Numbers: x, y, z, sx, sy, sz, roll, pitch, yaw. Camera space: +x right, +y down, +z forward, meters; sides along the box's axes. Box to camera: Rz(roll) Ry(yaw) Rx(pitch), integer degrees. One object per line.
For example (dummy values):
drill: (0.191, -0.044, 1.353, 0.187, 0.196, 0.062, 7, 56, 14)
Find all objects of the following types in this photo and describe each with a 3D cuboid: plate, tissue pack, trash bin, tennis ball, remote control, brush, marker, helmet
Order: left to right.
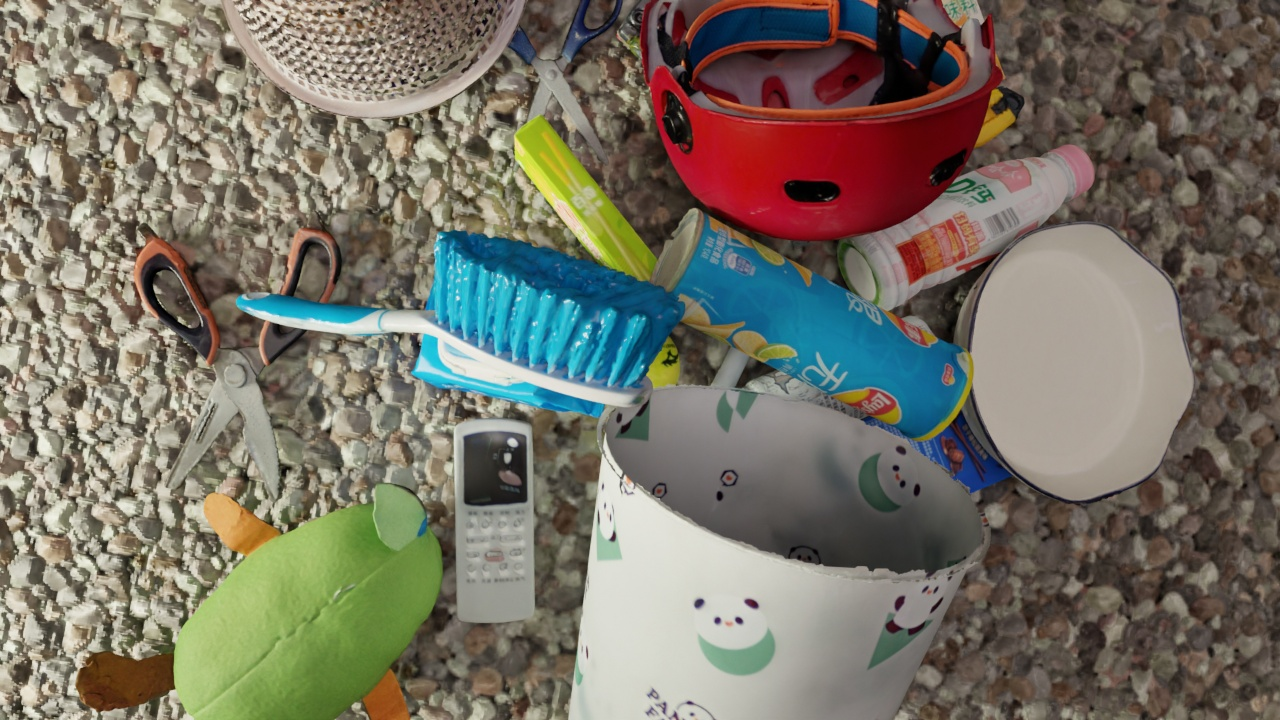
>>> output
trash bin: (-0.190, -0.290, 0.575, 0.227, 0.192, 0.227, 0, 88, -1)
brush: (-0.130, -0.035, 0.586, 0.315, 0.060, 0.110, 19, 122, 13)
remote control: (-0.107, 0.117, 0.676, 0.058, 0.021, 0.150, -1, 91, -6)
tissue pack: (-0.089, -0.017, 0.639, 0.157, 0.052, 0.095, 12, 88, 23)
tennis ball: (-0.004, 0.004, 0.663, 0.065, 0.065, 0.065, 0, 90, -6)
trash bin: (0.061, 0.173, 0.573, 0.229, 0.229, 0.252, 11, 109, -5)
marker: (0.079, -0.010, 0.694, 0.018, 0.023, 0.130, 29, 85, -41)
helmet: (0.113, -0.148, 0.586, 0.207, 0.239, 0.144, -12, 131, -5)
plate: (0.318, 0.001, 0.687, 0.204, 0.046, 0.205, 0, 89, -18)

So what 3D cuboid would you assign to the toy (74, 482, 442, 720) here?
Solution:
toy: (-0.236, 0.188, 0.630, 0.246, 0.090, 0.227, -38, 94, -8)

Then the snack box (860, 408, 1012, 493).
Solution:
snack box: (0.205, 0.074, 0.702, 0.157, 0.026, 0.084, -21, 92, -5)

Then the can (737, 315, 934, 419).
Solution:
can: (0.148, 0.019, 0.681, 0.146, 0.058, 0.058, -22, 92, -5)

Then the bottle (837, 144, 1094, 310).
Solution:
bottle: (0.247, -0.106, 0.689, 0.196, 0.068, 0.068, -27, 92, -9)

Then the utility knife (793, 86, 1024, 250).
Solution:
utility knife: (0.206, -0.148, 0.708, 0.219, 0.015, 0.033, -33, 90, -4)

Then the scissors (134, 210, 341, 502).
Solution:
scissors: (-0.288, -0.009, 0.663, 0.189, 0.015, 0.226, -28, 93, -5)

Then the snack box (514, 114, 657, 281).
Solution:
snack box: (-0.031, -0.096, 0.648, 0.026, 0.086, 0.156, -39, 97, -5)

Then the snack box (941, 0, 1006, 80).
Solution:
snack box: (0.192, -0.221, 0.701, 0.155, 0.027, 0.077, -22, 92, -5)

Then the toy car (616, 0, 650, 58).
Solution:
toy car: (0.027, -0.228, 0.682, 0.090, 0.035, 0.042, 35, 88, -13)

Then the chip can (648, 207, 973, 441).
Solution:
chip can: (0.111, -0.021, 0.599, 0.210, 0.071, 0.071, 26, 87, -13)

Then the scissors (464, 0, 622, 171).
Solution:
scissors: (-0.068, -0.227, 0.685, 0.176, 0.012, 0.162, 43, 87, -6)
